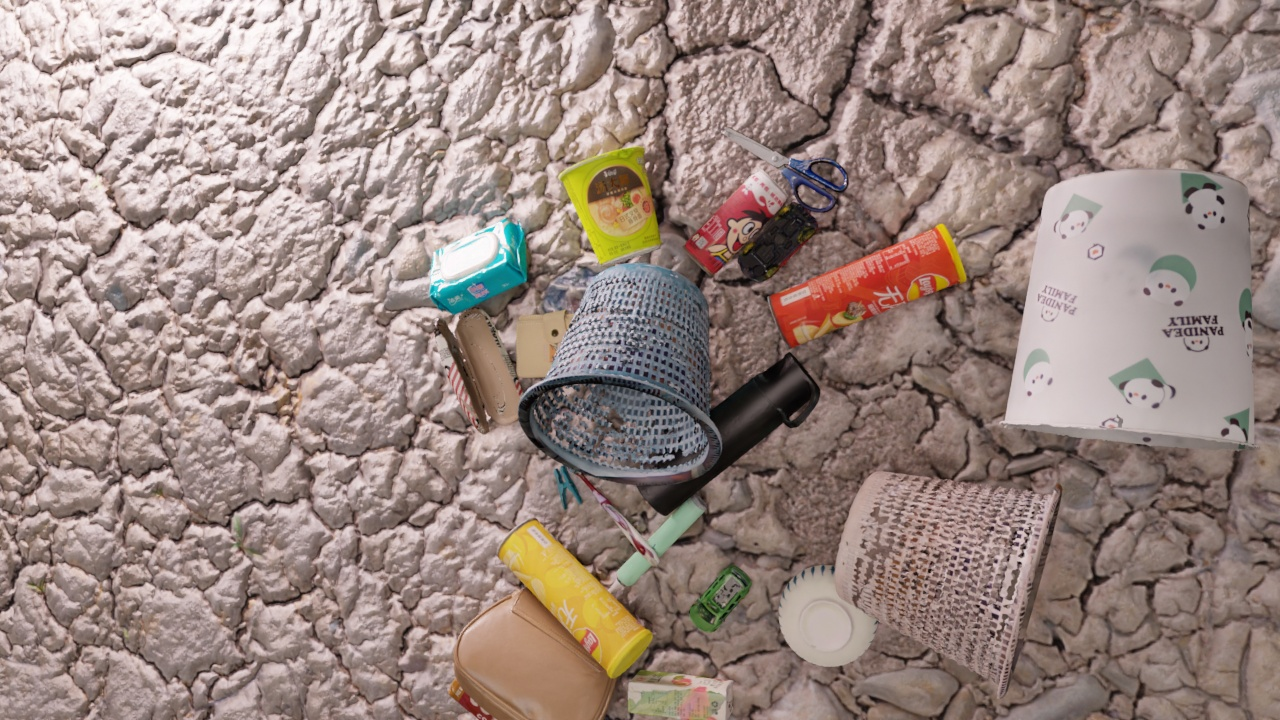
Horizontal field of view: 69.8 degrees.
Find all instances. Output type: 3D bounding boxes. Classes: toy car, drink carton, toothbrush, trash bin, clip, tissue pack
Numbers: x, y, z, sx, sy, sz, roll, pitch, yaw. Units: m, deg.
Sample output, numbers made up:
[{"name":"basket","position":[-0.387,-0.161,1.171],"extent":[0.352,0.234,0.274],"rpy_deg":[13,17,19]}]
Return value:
[{"name":"toy car","position":[0.096,0.293,1.120],"extent":[0.043,0.036,0.091],"rpy_deg":[39,103,11]},{"name":"drink carton","position":[0.050,0.412,1.122],"extent":[0.123,0.053,0.045],"rpy_deg":[0,90,16]},{"name":"toothbrush","position":[0.000,0.252,1.150],"extent":[0.027,0.026,0.225],"rpy_deg":[45,101,11]},{"name":"trash bin","position":[-0.006,0.006,1.050],"extent":[0.227,0.227,0.194],"rpy_deg":[3,55,15]},{"name":"clip","position":[-0.095,0.163,1.183],"extent":[0.039,0.014,0.056],"rpy_deg":[-21,86,13]},{"name":"toothbrush","position":[-0.040,0.186,1.150],"extent":[0.016,0.017,0.187],"rpy_deg":[-47,69,10]},{"name":"trash bin","position":[0.495,-0.045,0.924],"extent":[0.230,0.229,0.252],"rpy_deg":[5,86,15]},{"name":"tissue pack","position":[-0.204,-0.122,1.174],"extent":[0.134,0.050,0.093],"rpy_deg":[-23,46,13]},{"name":"toy car","position":[0.164,-0.140,1.104],"extent":[0.106,0.031,0.049],"rpy_deg":[-46,78,9]},{"name":"trash bin","position":[0.322,0.215,0.981],"extent":[0.192,0.227,0.227],"rpy_deg":[15,94,27]}]

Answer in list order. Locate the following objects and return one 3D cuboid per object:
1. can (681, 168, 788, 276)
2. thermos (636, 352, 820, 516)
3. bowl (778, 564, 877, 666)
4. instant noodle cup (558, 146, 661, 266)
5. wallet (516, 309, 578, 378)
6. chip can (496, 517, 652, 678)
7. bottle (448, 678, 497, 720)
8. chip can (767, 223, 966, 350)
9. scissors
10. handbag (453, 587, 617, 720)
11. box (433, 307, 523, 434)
[{"name":"can","position":[0.115,-0.166,1.106],"extent":[0.133,0.053,0.053],"rpy_deg":[-45,79,10]},{"name":"thermos","position":[0.104,0.093,1.092],"extent":[0.243,0.090,0.068],"rpy_deg":[-40,122,12]},{"name":"bowl","position":[0.217,0.303,1.070],"extent":[0.116,0.066,0.116],"rpy_deg":[0,89,15]},{"name":"instant noodle cup","position":[-0.028,-0.184,1.124],"extent":[0.112,0.111,0.123],"rpy_deg":[-18,93,14]},{"name":"wallet","position":[-0.105,-0.022,1.181],"extent":[0.115,0.024,0.087],"rpy_deg":[-2,88,16]},{"name":"chip can","position":[-0.083,0.289,1.130],"extent":[0.213,0.072,0.072],"rpy_deg":[41,100,22]},{"name":"bottle","position":[-0.164,0.460,1.177],"extent":[0.175,0.057,0.057],"rpy_deg":[36,98,12]},{"name":"chip can","position":[0.258,-0.083,1.058],"extent":[0.217,0.073,0.073],"rpy_deg":[-22,84,14]},{"name":"scissors","position":[0.177,-0.250,1.112],"extent":[0.108,0.012,0.174],"rpy_deg":[-35,80,14]},{"name":"handbag","position":[-0.127,0.387,1.138],"extent":[0.204,0.100,0.147],"rpy_deg":[32,53,14]},{"name":"box","position":[-0.204,0.009,1.188],"extent":[0.088,0.076,0.162],"rpy_deg":[-25,81,-4]}]
